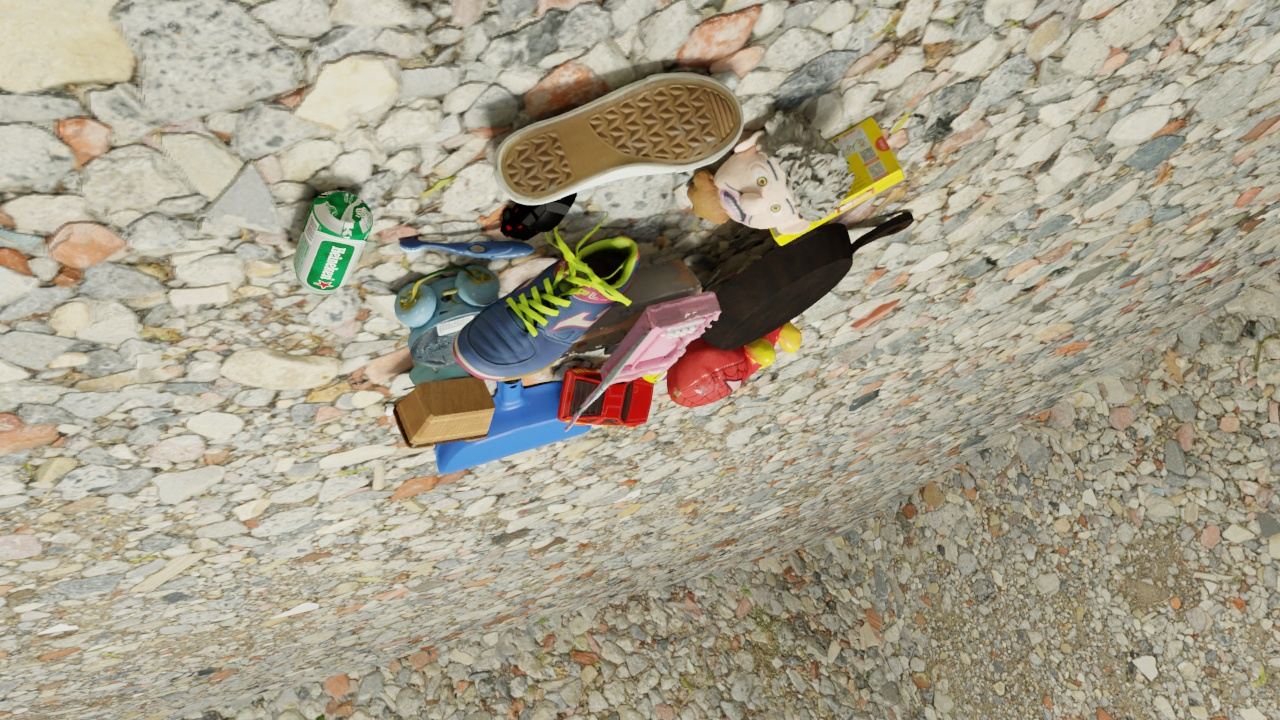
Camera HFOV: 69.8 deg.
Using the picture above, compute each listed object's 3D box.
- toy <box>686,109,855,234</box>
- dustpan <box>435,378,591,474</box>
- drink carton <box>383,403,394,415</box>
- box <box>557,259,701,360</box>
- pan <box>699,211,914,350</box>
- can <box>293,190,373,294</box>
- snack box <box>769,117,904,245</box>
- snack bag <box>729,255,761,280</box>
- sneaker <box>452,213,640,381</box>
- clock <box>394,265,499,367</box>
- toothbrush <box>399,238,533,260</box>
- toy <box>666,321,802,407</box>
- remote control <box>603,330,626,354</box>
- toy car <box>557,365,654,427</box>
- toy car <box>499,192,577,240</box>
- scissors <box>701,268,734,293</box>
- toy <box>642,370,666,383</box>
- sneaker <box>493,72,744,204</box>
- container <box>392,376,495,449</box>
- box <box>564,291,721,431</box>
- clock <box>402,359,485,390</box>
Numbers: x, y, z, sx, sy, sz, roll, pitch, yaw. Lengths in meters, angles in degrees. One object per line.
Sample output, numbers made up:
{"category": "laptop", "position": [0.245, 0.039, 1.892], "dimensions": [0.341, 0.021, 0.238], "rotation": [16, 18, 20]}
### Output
{"category": "toy", "position": [0.128, -0.182, 0.948], "dimensions": [0.176, 0.076, 0.133], "rotation": [-15, 118, 28]}
{"category": "dustpan", "position": [-0.180, 0.079, 1.311], "dimensions": [0.245, 0.059, 0.258], "rotation": [-16, 166, -13]}
{"category": "drink carton", "position": [-0.271, 0.072, 1.215], "dimensions": [0.122, 0.038, 0.069], "rotation": [1, 166, 10]}
{"category": "box", "position": [-0.035, -0.055, 1.091], "dimensions": [0.216, 0.094, 0.107], "rotation": [-15, -169, -16]}
{"category": "pan", "position": [0.224, -0.109, 1.168], "dimensions": [0.355, 0.043, 0.249], "rotation": [-26, 165, -23]}
{"category": "can", "position": [-0.274, -0.105, 0.815], "dimensions": [0.053, 0.053, 0.101], "rotation": [-4, 152, -36]}
{"category": "snack box", "position": [0.203, -0.195, 1.004], "dimensions": [0.152, 0.075, 0.025], "rotation": [-28, 155, 16]}
{"category": "snack bag", "position": [0.126, -0.087, 1.242], "dimensions": [0.087, 0.044, 0.155], "rotation": [-20, 165, -28]}
{"category": "sneaker", "position": [-0.093, -0.067, 0.954], "dimensions": [0.241, 0.116, 0.091], "rotation": [-39, 179, -38]}
{"category": "clock", "position": [-0.201, -0.050, 0.996], "dimensions": [0.118, 0.060, 0.162], "rotation": [-17, 157, -11]}
{"category": "toothbrush", "position": [-0.172, -0.112, 0.914], "dimensions": [0.132, 0.021, 0.016], "rotation": [0, 163, -17]}
{"category": "toy", "position": [0.121, -0.003, 1.295], "dimensions": [0.215, 0.098, 0.148], "rotation": [-24, 167, -36]}
{"category": "remote control", "position": [-0.013, -0.043, 1.241], "dimensions": [0.039, 0.010, 0.125], "rotation": [-5, 153, -34]}
{"category": "toy car", "position": [-0.046, 0.055, 1.326], "dimensions": [0.056, 0.081, 0.189], "rotation": [15, -175, 38]}
{"category": "toy car", "position": [-0.100, -0.144, 0.902], "dimensions": [0.042, 0.036, 0.092], "rotation": [4, 147, -46]}
{"category": "scissors", "position": [0.066, -0.081, 1.207], "dimensions": [0.109, 0.015, 0.133], "rotation": [-16, 160, -42]}
{"category": "toy", "position": [0.040, -0.003, 1.340], "dimensions": [0.096, 0.041, 0.094], "rotation": [-44, 154, 25]}
{"category": "sneaker", "position": [-0.024, -0.198, 0.825], "dimensions": [0.235, 0.087, 0.079], "rotation": [-19, -168, -14]}
{"category": "container", "position": [-0.233, 0.060, 1.116], "dimensions": [0.113, 0.063, 0.061], "rotation": [-6, 147, -41]}
{"category": "box", "position": [-0.012, -0.001, 1.087], "dimensions": [0.179, 0.059, 0.233], "rotation": [-33, 174, -24]}
{"category": "clock", "position": [-0.238, 0.020, 1.158], "dimensions": [0.088, 0.042, 0.123], "rotation": [-33, 160, 26]}
